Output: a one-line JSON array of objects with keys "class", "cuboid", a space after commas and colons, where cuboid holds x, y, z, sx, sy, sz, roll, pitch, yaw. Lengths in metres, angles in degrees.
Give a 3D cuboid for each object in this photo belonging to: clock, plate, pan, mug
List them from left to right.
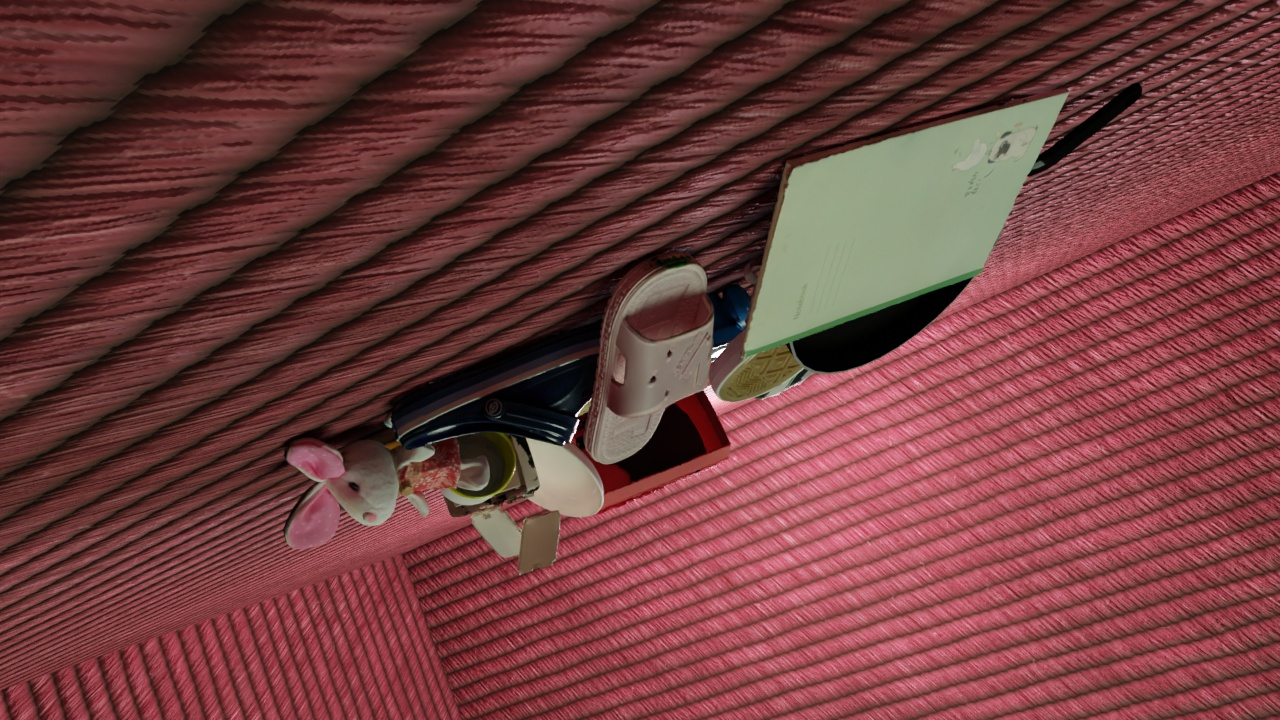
[{"class": "mug", "cuboid": [-0.186, 0.116, 1.016, 0.082, 0.082, 0.106, -20, 173, -19]}, {"class": "plate", "cuboid": [-0.124, 0.141, 1.241, 0.183, 0.182, 0.034, -33, -161, 51]}, {"class": "clock", "cuboid": [0.061, -0.028, 0.938, 0.161, 0.060, 0.117, -22, 171, -16]}, {"class": "pan", "cuboid": [0.263, -0.120, 0.764, 0.356, 0.034, 0.225, -38, 146, 2]}]

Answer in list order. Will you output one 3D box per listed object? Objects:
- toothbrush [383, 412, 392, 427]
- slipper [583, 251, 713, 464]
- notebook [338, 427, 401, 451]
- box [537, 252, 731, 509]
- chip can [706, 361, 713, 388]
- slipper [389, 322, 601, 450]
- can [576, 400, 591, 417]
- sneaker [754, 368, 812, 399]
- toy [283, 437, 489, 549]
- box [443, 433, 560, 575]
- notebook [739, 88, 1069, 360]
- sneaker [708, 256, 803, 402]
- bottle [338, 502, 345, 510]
[{"class": "toothbrush", "cuboid": [-0.170, 0.039, 0.907, 0.180, 0.016, 0.017, -14, 159, -44]}, {"class": "slipper", "cuboid": [0.012, 0.014, 0.757, 0.094, 0.064, 0.240, -22, 146, -33]}, {"class": "notebook", "cuboid": [-0.228, 0.081, 1.023, 0.178, 0.014, 0.249, -23, 172, 7]}, {"class": "box", "cuboid": [0.002, 0.038, 1.237, 0.213, 0.153, 0.326, -19, 138, -12]}, {"class": "chip can", "cuboid": [0.153, -0.031, 1.129, 0.220, 0.069, 0.069, -22, 172, 0]}, {"class": "slipper", "cuboid": [-0.096, 0.038, 0.833, 0.252, 0.095, 0.105, -19, 169, -5]}, {"class": "can", "cuboid": [-0.088, 0.054, 1.140, 0.080, 0.038, 0.038, -27, 171, 29]}, {"class": "sneaker", "cuboid": [0.193, -0.042, 1.013, 0.078, 0.084, 0.236, -15, 154, -31]}, {"class": "toy", "cuboid": [-0.244, 0.114, 0.883, 0.194, 0.084, 0.159, -4, 136, -30]}, {"class": "box", "cuboid": [-0.177, 0.184, 1.199, 0.144, 0.191, 0.068, -19, 176, 32]}, {"class": "notebook", "cuboid": [0.195, -0.100, 0.691, 0.252, 0.010, 0.182, -19, 142, -23]}, {"class": "sneaker", "cuboid": [0.145, -0.064, 0.840, 0.241, 0.088, 0.118, -43, 145, 11]}, {"class": "bottle", "cuboid": [-0.340, 0.159, 1.116, 0.047, 0.047, 0.112, -22, 173, 0]}]
